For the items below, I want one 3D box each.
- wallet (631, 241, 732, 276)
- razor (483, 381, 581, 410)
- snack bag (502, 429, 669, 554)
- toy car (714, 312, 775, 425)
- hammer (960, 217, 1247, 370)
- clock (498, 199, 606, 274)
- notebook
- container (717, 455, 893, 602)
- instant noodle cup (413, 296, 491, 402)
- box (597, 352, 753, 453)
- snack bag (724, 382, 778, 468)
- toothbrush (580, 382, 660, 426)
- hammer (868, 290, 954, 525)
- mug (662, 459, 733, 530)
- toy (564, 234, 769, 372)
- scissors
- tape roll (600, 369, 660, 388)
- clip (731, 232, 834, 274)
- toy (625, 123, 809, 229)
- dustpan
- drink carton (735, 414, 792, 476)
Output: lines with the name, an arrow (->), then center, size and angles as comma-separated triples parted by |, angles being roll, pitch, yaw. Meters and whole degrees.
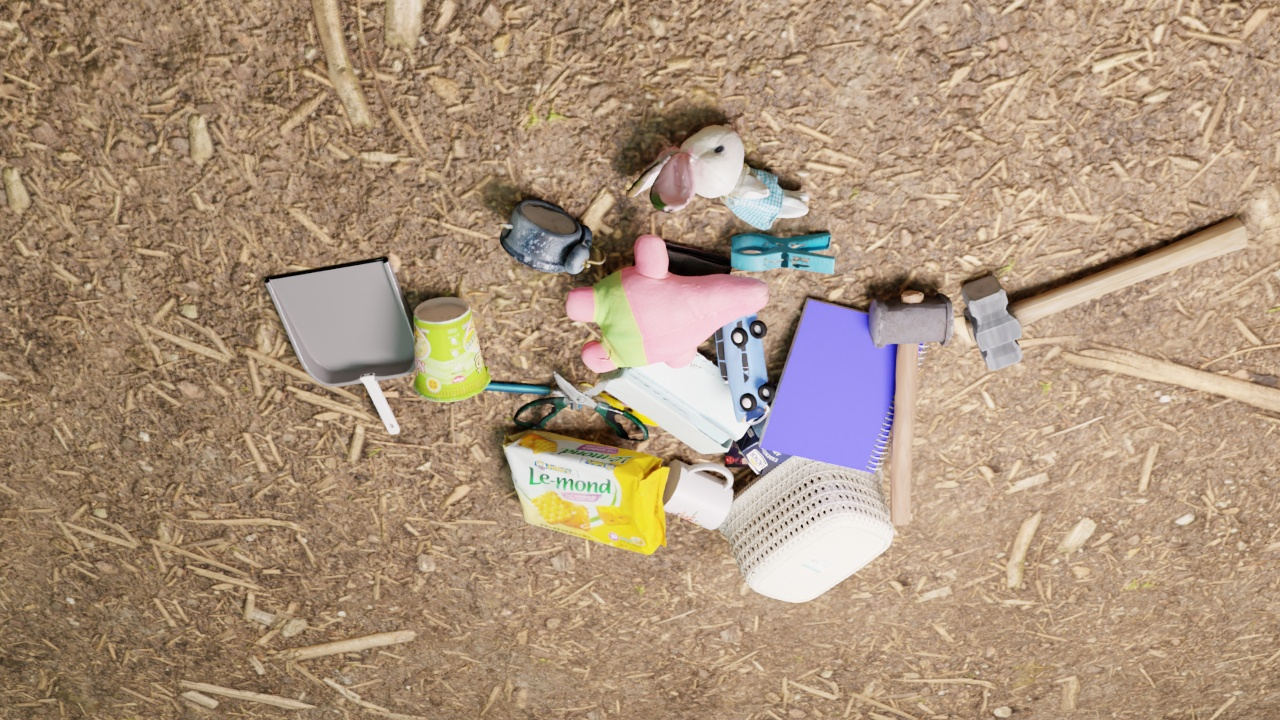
wallet -> 0.045, -0.097, 1.131 | 0.120, 0.031, 0.100 | 14, 129, -2
razor -> -0.151, 0.042, 1.251 | 0.144, 0.022, 0.042 | 8, 148, 1
snack bag -> -0.070, 0.180, 1.290 | 0.247, 0.068, 0.160 | 10, 129, 21
toy car -> 0.130, 0.005, 1.163 | 0.055, 0.056, 0.153 | 1, 105, 41
hammer -> 0.558, -0.093, 1.112 | 0.323, 0.051, 0.117 | -22, 125, 14
clock -> -0.101, -0.139, 1.062 | 0.129, 0.090, 0.052 | 23, 120, -12
notebook -> 0.266, 0.037, 1.195 | 0.171, 0.022, 0.209 | 13, 109, -7
container -> 0.240, 0.235, 1.317 | 0.184, 0.142, 0.247 | 23, 127, -31
instant noodle cup -> -0.246, -0.018, 1.164 | 0.099, 0.098, 0.108 | -1, 121, 2
box -> 0.054, 0.046, 1.217 | 0.197, 0.075, 0.126 | 35, 103, -25
snack bag -> 0.156, 0.093, 1.284 | 0.074, 0.018, 0.155 | -2, 127, 0
toothbrush -> -0.024, 0.064, 1.266 | 0.135, 0.016, 0.021 | 26, 120, -18
hammer -> 0.338, 0.068, 1.176 | 0.098, 0.052, 0.329 | -3, 113, 0
mug -> 0.085, 0.185, 1.324 | 0.089, 0.073, 0.105 | 25, 125, -18
toy -> 0.035, -0.061, 1.090 | 0.237, 0.096, 0.192 | -12, 126, 5
scissors -> -0.093, 0.071, 1.248 | 0.204, 0.015, 0.201 | -10, 143, 29
tape roll -> -0.007, 0.007, 1.221 | 0.091, 0.016, 0.093 | -20, 125, 16
clip -> 0.165, -0.118, 1.072 | 0.127, 0.113, 0.028 | 7, 126, 12
toy -> 0.101, -0.202, 1.009 | 0.205, 0.131, 0.106 | 7, 108, -20
dustpan -> -0.366, -0.007, 1.207 | 0.163, 0.033, 0.258 | -8, 128, 8
drink carton -> 0.196, 0.096, 1.251 | 0.130, 0.040, 0.064 | -35, 123, 9
